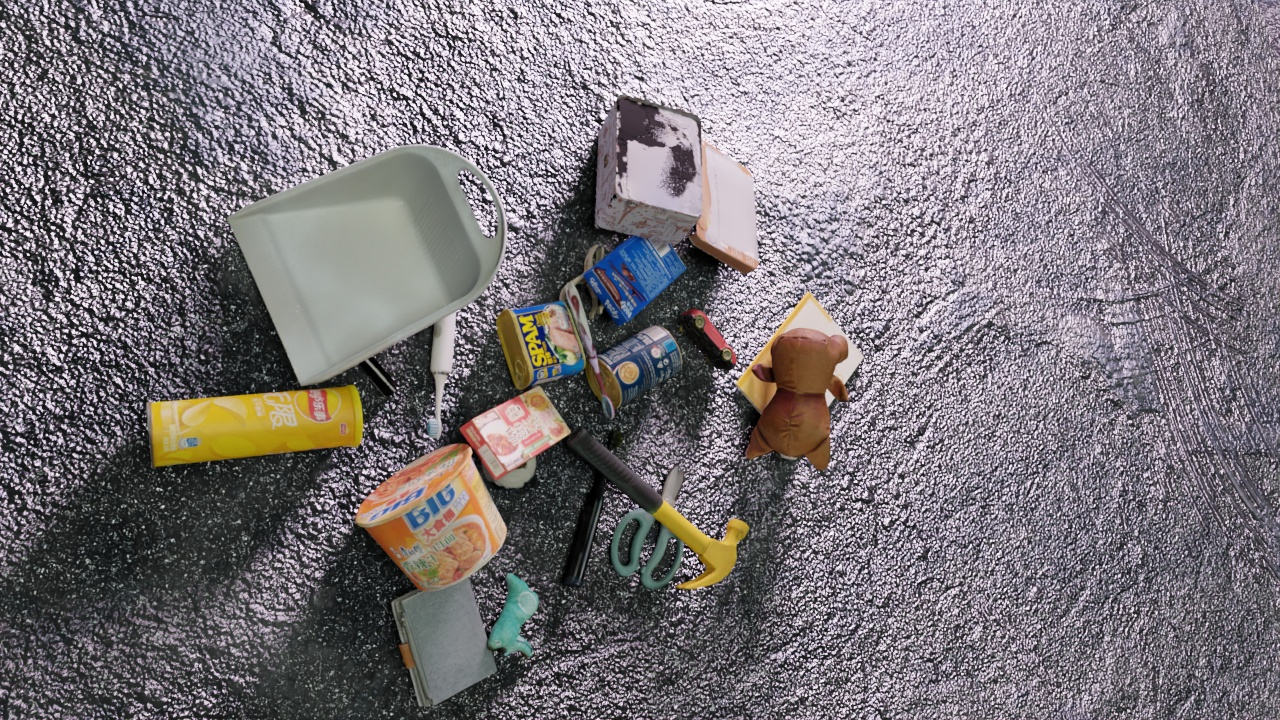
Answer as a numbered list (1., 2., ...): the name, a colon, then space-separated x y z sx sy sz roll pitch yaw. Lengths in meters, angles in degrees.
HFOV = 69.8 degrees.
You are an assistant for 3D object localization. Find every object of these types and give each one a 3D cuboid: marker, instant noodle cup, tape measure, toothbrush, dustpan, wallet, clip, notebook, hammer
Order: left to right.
1. marker: -0.336 -0.011 1.086 0.022 0.020 0.132 -38 104 3
2. dustpan: -0.292 -0.130 1.040 0.257 0.143 0.222 -22 83 -32
3. instant noodle cup: -0.232 0.183 1.050 0.151 0.152 0.111 -37 109 -27
4. wallet: -0.235 0.328 1.085 0.106 0.037 0.129 -18 93 -40
5. toothbrush: -0.244 -0.014 1.131 0.026 0.027 0.221 10 79 -41
6. tape measure: -0.164 0.129 1.151 0.066 0.034 0.065 1 81 -29
7. clip: -0.080 -0.107 1.228 0.096 0.035 0.101 -4 81 -30
8. toothbrush: -0.065 -0.014 1.173 0.016 0.017 0.187 -18 81 2
9. toothbrush: -0.060 0.191 1.203 0.027 0.026 0.212 21 73 -16
10. hammer: 0.019 0.192 1.218 0.300 0.033 0.128 43 62 -20
11. notebook: 0.246 0.015 1.398 0.146 0.010 0.205 48 65 -14

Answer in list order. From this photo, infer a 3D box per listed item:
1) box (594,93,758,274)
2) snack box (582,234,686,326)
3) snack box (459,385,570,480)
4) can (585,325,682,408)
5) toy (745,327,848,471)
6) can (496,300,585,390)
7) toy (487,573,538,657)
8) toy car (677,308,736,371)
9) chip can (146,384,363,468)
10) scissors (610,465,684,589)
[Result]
1. box: 0.067 -0.241 1.276 0.260 0.103 0.178 12 62 -21
2. snack box: -0.006 -0.121 1.251 0.084 0.026 0.156 56 47 -10
3. snack box: -0.149 0.085 1.118 0.075 0.026 0.152 56 28 3
4. can: -0.007 0.007 1.227 0.111 0.075 0.075 -29 97 -28
5. toy: 0.227 0.054 1.322 0.130 0.140 0.199 33 64 -65
6. can: -0.127 -0.022 1.172 0.083 0.057 0.102 -14 80 -31
7. toy: -0.154 0.322 1.129 0.096 0.030 0.091 52 52 -35
8. toy car: 0.098 -0.029 1.304 0.031 0.049 0.106 -45 103 -24
9. chip can: -0.417 0.069 1.001 0.213 0.072 0.072 -4 85 -28
10. scissors: 0.006 0.214 1.241 0.129 0.019 0.185 12 76 -27
